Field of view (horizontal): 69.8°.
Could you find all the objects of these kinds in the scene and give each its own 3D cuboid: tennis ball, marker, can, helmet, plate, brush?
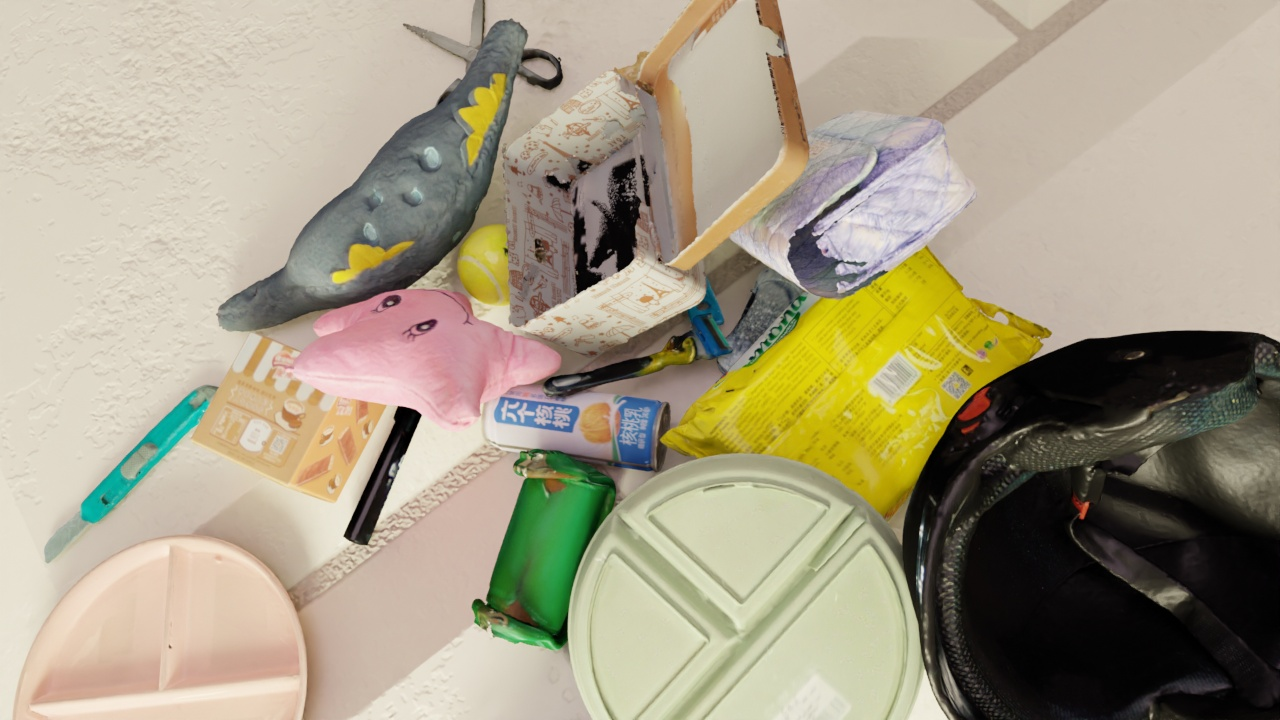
[{"bbox_3d":[-0.113,-0.076,0.731,0.065,0.065,0.065,-3,71,8],"label":"tennis ball"},{"bbox_3d":[-0.197,0.079,0.716,0.022,0.020,0.131,16,74,12],"label":"marker"},{"bbox_3d":[-0.048,0.048,0.685,0.135,0.053,0.053,7,72,11],"label":"can"},{"bbox_3d":[0.269,0.105,0.522,0.274,0.230,0.233,-27,94,-1],"label":"helmet"},{"bbox_3d":[-0.351,0.245,0.680,0.229,0.028,0.229,-3,71,7],"label":"plate"},{"bbox_3d":[0.023,-0.141,0.751,0.083,0.046,0.254,-15,73,0],"label":"brush"},{"bbox_3d":[0.065,0.174,0.579,0.230,0.027,0.230,0,88,7],"label":"plate"}]

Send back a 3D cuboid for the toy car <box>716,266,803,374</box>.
[{"bbox_3d":[0.098,-0.029,0.700,0.049,0.031,0.105,25,75,15],"label":"toy car"}]

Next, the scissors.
[{"bbox_3d":[-0.147,-0.278,0.835,0.159,0.014,0.176,-2,70,8],"label":"scissors"}]

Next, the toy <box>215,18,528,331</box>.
[{"bbox_3d":[-0.204,-0.118,0.730,0.357,0.091,0.137,-41,53,10],"label":"toy"}]

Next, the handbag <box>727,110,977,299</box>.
[{"bbox_3d":[0.130,-0.116,0.642,0.134,0.194,0.075,-37,109,1],"label":"handbag"}]

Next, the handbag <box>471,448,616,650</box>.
[{"bbox_3d":[-0.070,0.125,0.626,0.068,0.120,0.131,16,78,13],"label":"handbag"}]

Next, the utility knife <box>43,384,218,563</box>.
[{"bbox_3d":[-0.416,0.090,0.751,0.029,0.013,0.193,39,81,19],"label":"utility knife"}]

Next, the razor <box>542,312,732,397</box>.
[{"bbox_3d":[-0.004,0.004,0.681,0.142,0.022,0.042,-18,48,-13],"label":"razor"}]

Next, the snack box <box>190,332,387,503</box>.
[{"bbox_3d":[-0.267,0.045,0.708,0.093,0.077,0.094,21,76,15],"label":"snack box"}]

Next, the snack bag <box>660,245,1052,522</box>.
[{"bbox_3d":[0.154,0.021,0.639,0.158,0.068,0.246,43,82,7],"label":"snack bag"}]

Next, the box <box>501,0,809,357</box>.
[{"bbox_3d":[0.013,-0.132,0.641,0.263,0.088,0.177,-28,56,36],"label":"box"}]

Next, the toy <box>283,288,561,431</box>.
[{"bbox_3d":[-0.160,-0.002,0.653,0.178,0.075,0.195,-14,32,-37],"label":"toy"}]
